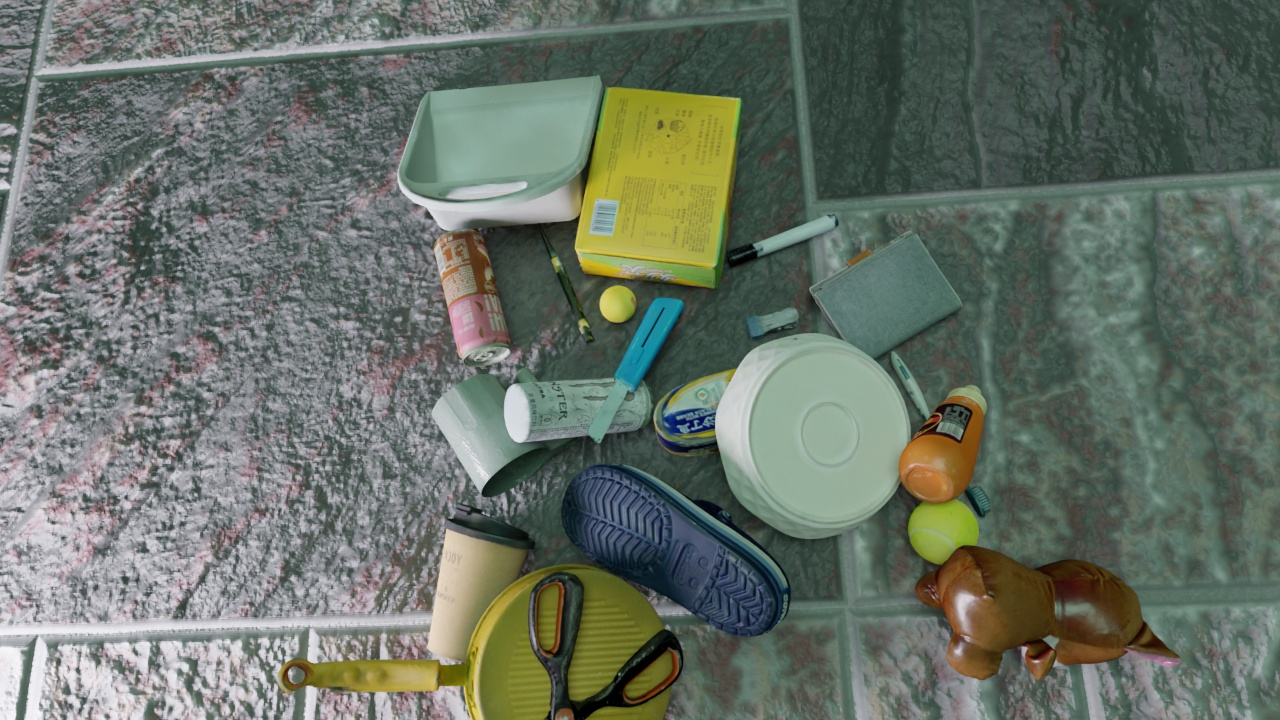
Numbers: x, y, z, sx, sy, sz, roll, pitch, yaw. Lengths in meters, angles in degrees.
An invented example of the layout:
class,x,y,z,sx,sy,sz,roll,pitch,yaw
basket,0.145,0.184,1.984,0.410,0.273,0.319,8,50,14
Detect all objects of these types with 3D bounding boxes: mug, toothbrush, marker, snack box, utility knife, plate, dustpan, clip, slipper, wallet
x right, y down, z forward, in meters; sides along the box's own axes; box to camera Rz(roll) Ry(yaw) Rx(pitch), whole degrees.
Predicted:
class,x,y,z,sx,sy,sz,roll,pitch,yaw
mug,-0.141,0.069,0.961,0.123,0.084,0.103,-28,69,-30
toothbrush,-0.088,-0.102,1.038,0.017,0.012,0.185,-19,72,-13
marker,0.157,-0.135,1.022,0.130,0.018,0.022,-21,63,-1
snack box,0.024,-0.193,1.025,0.158,0.070,0.209,7,73,8
utility knife,-0.006,0.005,0.939,0.034,0.018,0.222,19,46,10
plate,0.178,0.073,0.905,0.204,0.046,0.204,1,85,-13
dustpan,-0.156,-0.244,1.011,0.223,0.143,0.257,-4,69,4
clip,0.144,-0.041,0.993,0.058,0.036,0.025,-13,70,1
slipper,0.039,0.171,0.890,0.253,0.095,0.105,25,108,29
wallet,0.260,-0.068,0.982,0.129,0.037,0.106,-30,83,-3
toothbrush,0.308,0.072,0.945,0.018,0.016,0.191,-21,72,-12

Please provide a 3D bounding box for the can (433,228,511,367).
class,x,y,z,sx,sy,sz,roll,pitch,yaw
can,-0.186,-0.070,1.012,0.058,0.058,0.147,-17,72,0

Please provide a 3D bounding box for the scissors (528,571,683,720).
class,x,y,z,sx,sy,sz,roll,pitch,yaw
scissors,-0.055,0.300,0.820,0.232,0.022,0.221,-11,83,-23

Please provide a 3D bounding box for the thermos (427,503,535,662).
class,x,y,z,sx,sy,sz,roll,pitch,yaw
thermos,-0.163,0.220,0.908,0.093,0.093,0.143,14,82,9

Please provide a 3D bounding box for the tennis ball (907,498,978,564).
class,x,y,z,sx,sy,sz,roll,pitch,yaw
tennis ball,0.293,0.165,0.890,0.065,0.065,0.065,-2,73,5

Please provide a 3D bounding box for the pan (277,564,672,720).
class,x,y,z,sx,sy,sz,roll,pitch,yaw
pan,-0.143,0.288,0.844,0.357,0.078,0.197,5,77,-20

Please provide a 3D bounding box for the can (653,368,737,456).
class,x,y,z,sx,sy,sz,roll,pitch,yaw
can,0.086,0.052,0.954,0.148,0.049,0.074,-16,72,0

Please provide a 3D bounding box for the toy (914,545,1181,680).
class,x,y,z,sx,sy,sz,roll,pitch,yaw
toy,0.366,0.235,0.837,0.199,0.131,0.140,-1,34,-6

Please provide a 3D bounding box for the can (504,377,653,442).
class,x,y,z,sx,sy,sz,roll,pitch,yaw
can,-0.062,0.048,0.928,0.146,0.058,0.058,-3,68,-32

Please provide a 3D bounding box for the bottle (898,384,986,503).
class,x,y,z,sx,sy,sz,roll,pitch,yaw
bottle,0.305,0.073,0.901,0.067,0.067,0.149,31,49,13

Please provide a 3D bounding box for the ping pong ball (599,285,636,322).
class,x,y,z,sx,sy,sz,roll,pitch,yaw
ping pong ball,-0.024,-0.062,1.004,0.040,0.040,0.040,-2,73,5
